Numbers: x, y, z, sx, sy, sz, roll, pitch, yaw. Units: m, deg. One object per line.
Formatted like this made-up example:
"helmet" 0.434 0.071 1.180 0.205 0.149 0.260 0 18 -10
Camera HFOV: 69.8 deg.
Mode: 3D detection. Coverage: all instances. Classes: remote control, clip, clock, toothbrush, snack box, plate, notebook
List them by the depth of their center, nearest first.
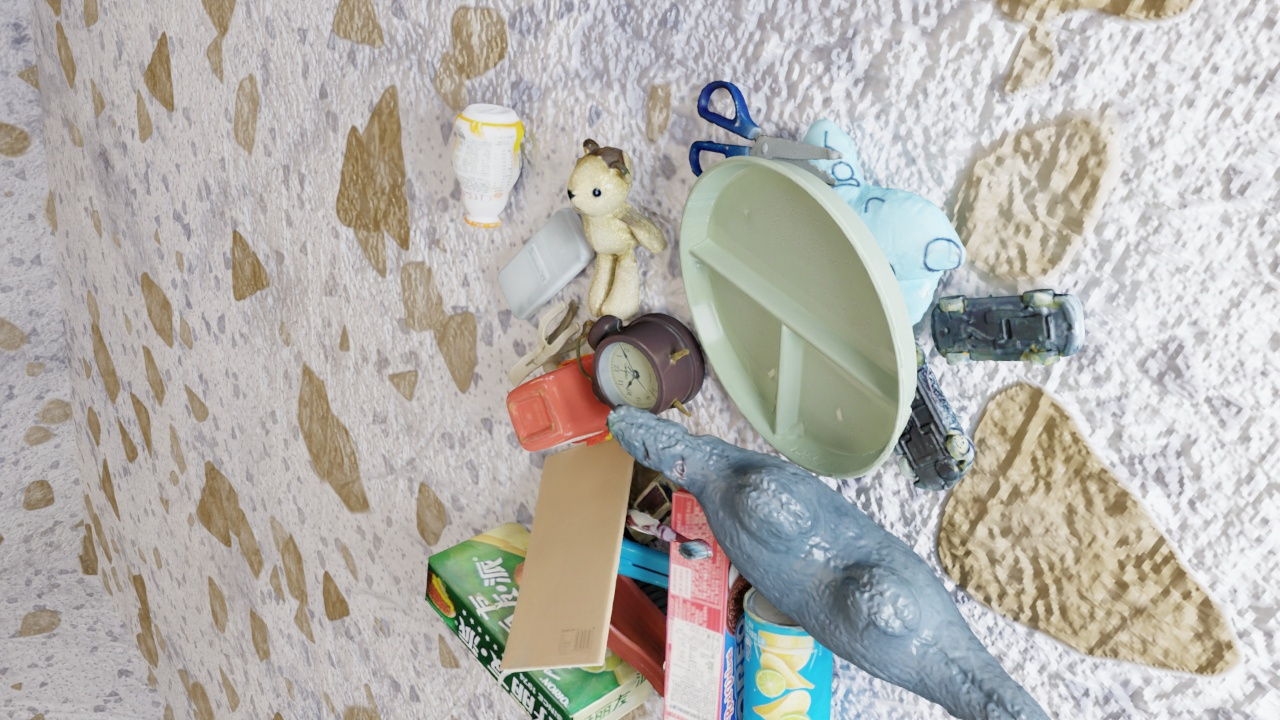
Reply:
"plate" 0.100 -0.028 0.618 0.230 0.027 0.231 46 150 37
"toothbrush" 0.014 0.136 0.721 0.188 0.017 0.016 176 85 -71
"snack box" 0.057 0.204 0.740 0.058 0.057 0.207 8 99 36
"clock" -0.004 0.004 0.759 0.122 0.055 0.082 14 119 36
"notebook" -0.063 0.170 0.826 0.150 0.012 0.211 -25 48 47
"snack box" -0.068 0.043 0.830 0.091 0.080 0.082 -24 85 48
"remote control" -0.090 -0.088 0.855 0.136 0.020 0.056 -36 75 47
"clip" -0.084 -0.013 0.857 0.034 0.070 0.100 57 132 18
"snack box" -0.104 0.266 0.916 0.240 0.114 0.063 35 128 35

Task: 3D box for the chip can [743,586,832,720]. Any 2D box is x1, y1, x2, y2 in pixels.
"chip can" 0.115 0.281 0.719 0.071 0.071 0.210 15 113 44

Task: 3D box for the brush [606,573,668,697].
"brush" 0.000 0.243 0.831 0.146 0.069 0.063 41 130 31

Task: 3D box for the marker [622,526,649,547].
"marker" -0.038 0.153 0.882 0.124 0.015 0.018 28 126 37

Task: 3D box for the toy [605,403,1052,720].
"toy" 0.122 0.138 0.619 0.356 0.138 0.091 37 92 26

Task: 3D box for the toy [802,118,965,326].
"toy" 0.135 -0.081 0.595 0.162 0.049 0.156 -13 93 57

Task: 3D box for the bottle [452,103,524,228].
"bottle" -0.142 -0.179 0.849 0.063 0.063 0.108 31 123 37

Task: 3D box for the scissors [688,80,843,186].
"scissors" 0.079 -0.136 0.628 0.126 0.012 0.173 -63 40 42

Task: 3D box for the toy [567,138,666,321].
"toy" -0.028 -0.101 0.752 0.105 0.066 0.157 40 145 39

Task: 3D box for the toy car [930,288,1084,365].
"toy car" 0.215 -0.020 0.540 0.091 0.034 0.043 -2 103 49

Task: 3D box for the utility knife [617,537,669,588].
"utility knife" 0.019 0.183 0.805 0.161 0.018 0.034 12 103 27

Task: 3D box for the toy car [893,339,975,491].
"toy car" 0.180 0.033 0.597 0.049 0.031 0.105 -36 74 51

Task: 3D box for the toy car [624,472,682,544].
"toy car" 0.012 0.130 0.808 0.042 0.035 0.091 58 139 19
